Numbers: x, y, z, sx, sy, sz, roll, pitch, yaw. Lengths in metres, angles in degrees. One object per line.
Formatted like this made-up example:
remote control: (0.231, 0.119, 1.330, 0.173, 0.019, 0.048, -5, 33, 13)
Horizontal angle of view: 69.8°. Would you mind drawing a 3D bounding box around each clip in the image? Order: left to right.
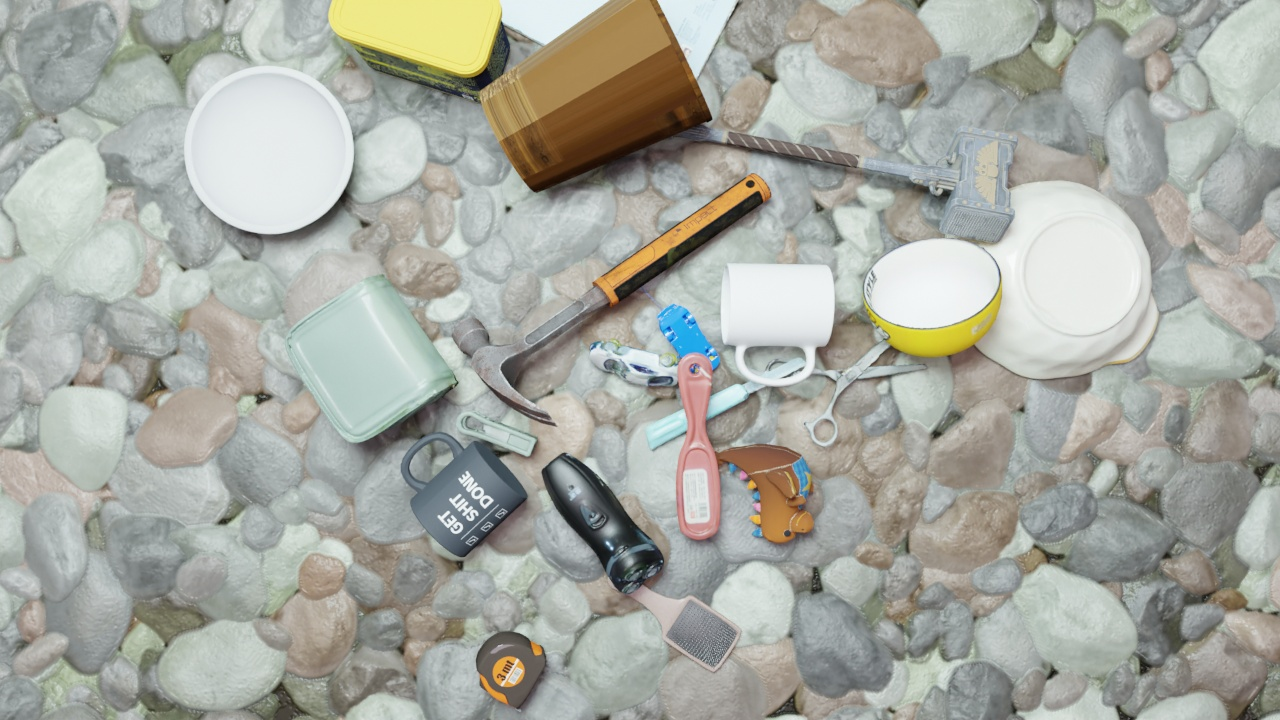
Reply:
clip: (-0.133, 0.066, 0.846, 0.076, 0.042, 0.023, 21, 88, -2)

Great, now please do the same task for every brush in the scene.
brush: (0.028, 0.236, 0.854, 0.135, 0.015, 0.050, 34, 88, -1)
brush: (0.051, 0.077, 0.838, 0.041, 0.030, 0.172, -2, 98, 0)

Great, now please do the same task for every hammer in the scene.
hammer: (-0.008, -0.065, 0.825, 0.314, 0.035, 0.137, -35, 57, -6)
hammer: (0.174, -0.186, 0.839, 0.322, 0.044, 0.098, 12, 62, 5)

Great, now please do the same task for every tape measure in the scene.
tape measure: (-0.122, 0.280, 0.842, 0.059, 0.038, 0.058, 30, 90, -15)

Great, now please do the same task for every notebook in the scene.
notebook: (-0.035, -0.367, 0.857, 0.253, 0.009, 0.181, 28, 90, -1)

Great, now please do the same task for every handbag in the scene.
handbag: (-0.239, 0.001, 0.824, 0.106, 0.067, 0.122, -34, 90, 8)

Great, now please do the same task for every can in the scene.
can: (-0.187, -0.287, 0.807, 0.135, 0.104, 0.075, 17, 89, -1)

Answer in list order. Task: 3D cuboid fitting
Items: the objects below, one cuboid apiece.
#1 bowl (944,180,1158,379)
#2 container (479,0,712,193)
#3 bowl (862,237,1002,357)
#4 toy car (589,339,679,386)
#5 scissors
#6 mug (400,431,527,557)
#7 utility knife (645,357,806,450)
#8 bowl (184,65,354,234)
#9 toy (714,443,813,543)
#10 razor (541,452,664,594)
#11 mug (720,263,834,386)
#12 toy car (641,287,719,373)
bowl: (0.389, -0.076, 0.840, 0.219, 0.060, 0.188, 31, 89, -1)
container: (-0.042, -0.230, 0.799, 0.167, 0.132, 0.132, -26, 90, 9)
bowl: (0.263, -0.048, 0.823, 0.117, 0.117, 0.068, -27, 133, -1)
toy car: (-0.005, 0.005, 0.840, 0.090, 0.039, 0.027, 14, 68, -1)
scissors: (0.181, 0.008, 0.859, 0.158, 0.014, 0.141, 28, 83, 4)
mug: (-0.165, 0.112, 0.820, 0.077, 0.071, 0.105, -43, 101, -1)
utility knife: (0.079, 0.037, 0.850, 0.166, 0.015, 0.022, -27, 89, 4)
bowl: (-0.331, -0.187, 0.835, 0.149, 0.043, 0.149, 0, 90, -1)
toy: (0.110, 0.122, 0.848, 0.103, 0.070, 0.090, 5, 103, 21)
razor: (-0.037, 0.146, 0.829, 0.053, 0.064, 0.140, -39, 92, -2)
mug: (0.121, -0.032, 0.827, 0.090, 0.074, 0.110, 1, 90, -1)
toy car: (0.032, -0.031, 0.858, 0.033, 0.062, 0.092, -38, 120, -3)
